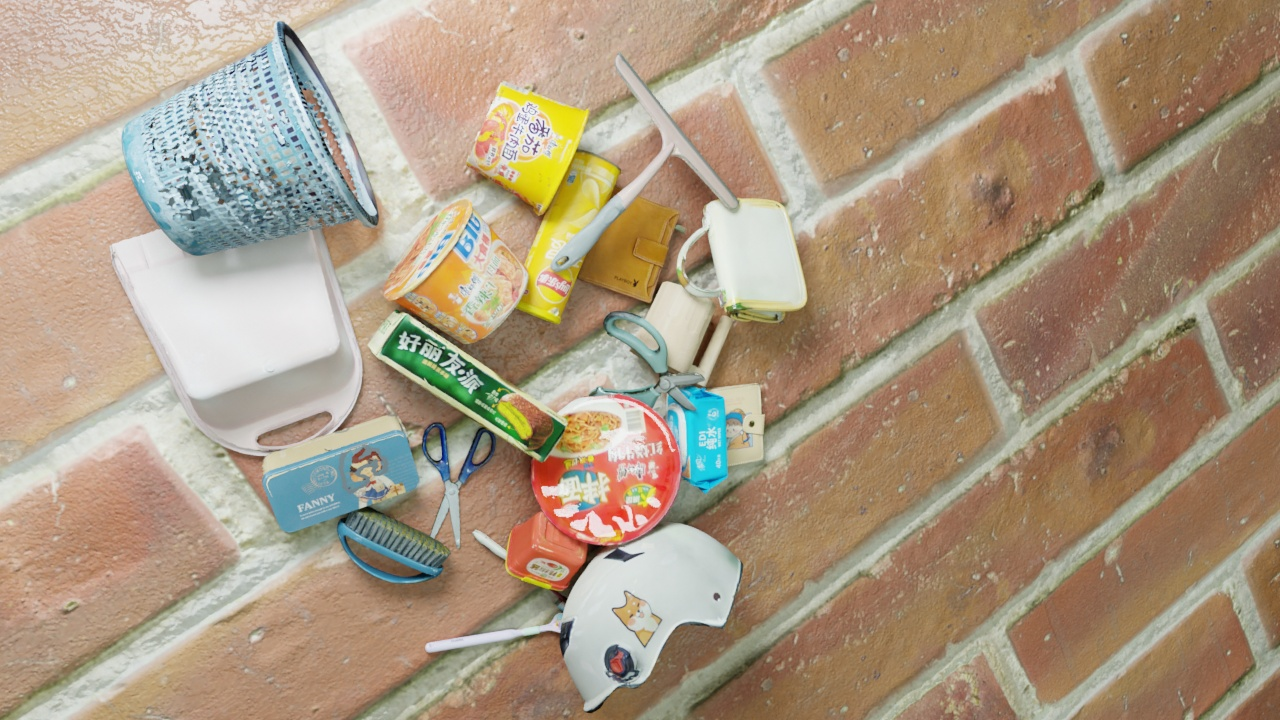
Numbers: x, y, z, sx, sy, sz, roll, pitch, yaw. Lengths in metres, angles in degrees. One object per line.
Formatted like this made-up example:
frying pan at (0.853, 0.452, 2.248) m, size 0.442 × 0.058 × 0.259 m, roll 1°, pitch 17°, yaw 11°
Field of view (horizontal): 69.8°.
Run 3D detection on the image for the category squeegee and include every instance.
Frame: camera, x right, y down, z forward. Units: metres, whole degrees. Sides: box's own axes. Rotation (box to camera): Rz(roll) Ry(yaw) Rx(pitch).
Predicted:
squeegee at (-0.020, -0.199, 1.123) m, size 0.249 × 0.040 × 0.247 m, roll -48°, pitch 114°, yaw -10°

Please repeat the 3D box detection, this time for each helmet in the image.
helmet at (-0.005, 0.308, 1.183) m, size 0.274 × 0.230 × 0.157 m, roll -38°, pitch 85°, yaw 8°

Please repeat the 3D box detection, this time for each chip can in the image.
chip can at (-0.096, -0.155, 1.156) m, size 0.072 × 0.072 × 0.213 m, roll 22°, pitch 88°, yaw -21°

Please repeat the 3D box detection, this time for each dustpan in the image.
dustpan at (-0.454, -0.033, 1.074) m, size 0.222 × 0.139 × 0.273 m, roll -19°, pitch 75°, yaw -16°

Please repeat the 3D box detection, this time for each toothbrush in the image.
toothbrush at (-0.154, 0.283, 1.222) m, size 0.187 × 0.016 × 0.017 m, roll 43°, pitch 91°, yaw -20°
toothbrush at (-0.189, 0.365, 1.217) m, size 0.189 × 0.029 × 0.021 m, roll -6°, pitch 136°, yaw -18°

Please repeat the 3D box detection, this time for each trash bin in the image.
trash bin at (-0.415, -0.214, 0.971) m, size 0.195 × 0.226 × 0.226 m, roll -22°, pitch 104°, yaw -3°

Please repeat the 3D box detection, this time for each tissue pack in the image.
tissue pack at (0.073, 0.101, 1.240) m, size 0.063 × 0.090 × 0.140 m, roll -4°, pitch 98°, yaw -19°

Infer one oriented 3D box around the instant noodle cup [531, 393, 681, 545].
instant noodle cup at (-0.040, 0.142, 1.187) m, size 0.194 × 0.066 × 0.193 m, roll -2°, pitch 77°, yaw 8°

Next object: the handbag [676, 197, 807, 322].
handbag at (0.121, -0.131, 1.211) m, size 0.178 × 0.063 × 0.163 m, roll 0°, pitch 69°, yaw -26°

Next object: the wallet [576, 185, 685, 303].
wallet at (-0.010, -0.151, 1.211) m, size 0.119 × 0.035 × 0.130 m, roll 17°, pitch 90°, yaw -15°

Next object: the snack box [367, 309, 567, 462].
snack box at (-0.210, 0.031, 1.114) m, size 0.240 × 0.114 × 0.063 m, roll 36°, pitch 83°, yaw -20°

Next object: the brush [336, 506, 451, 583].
brush at (-0.310, 0.234, 1.136) m, size 0.144 × 0.055 × 0.073 m, roll 31°, pitch 89°, yaw -21°

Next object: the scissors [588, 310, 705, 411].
scissors at (-0.007, 0.007, 1.173) m, size 0.180 × 0.171 × 0.019 m, roll 67°, pitch 30°, yaw -24°

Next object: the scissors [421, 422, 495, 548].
scissors at (-0.245, 0.153, 1.173) m, size 0.165 × 0.012 × 0.157 m, roll -47°, pitch 111°, yaw -8°

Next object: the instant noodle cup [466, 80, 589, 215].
instant noodle cup at (-0.138, -0.260, 1.099) m, size 0.109 × 0.138 × 0.138 m, roll 23°, pitch 88°, yaw -13°

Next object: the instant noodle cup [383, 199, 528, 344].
instant noodle cup at (-0.212, -0.098, 1.086) m, size 0.111 × 0.151 × 0.151 m, roll 42°, pitch 82°, yaw -28°

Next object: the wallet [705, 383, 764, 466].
wallet at (0.135, 0.091, 1.300) m, size 0.087 × 0.024 × 0.115 m, roll -6°, pitch 98°, yaw -14°

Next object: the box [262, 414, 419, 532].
box at (-0.362, 0.134, 1.092) m, size 0.184 × 0.059 × 0.090 m, roll -22°, pitch 120°, yaw -18°

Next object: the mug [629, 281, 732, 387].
mug at (0.060, -0.034, 1.225) m, size 0.124 × 0.084 × 0.103 m, roll 27°, pitch 86°, yaw -30°

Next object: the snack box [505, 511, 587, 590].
snack box at (-0.118, 0.242, 1.186) m, size 0.091 × 0.081 × 0.080 m, roll 24°, pitch 132°, yaw -21°
